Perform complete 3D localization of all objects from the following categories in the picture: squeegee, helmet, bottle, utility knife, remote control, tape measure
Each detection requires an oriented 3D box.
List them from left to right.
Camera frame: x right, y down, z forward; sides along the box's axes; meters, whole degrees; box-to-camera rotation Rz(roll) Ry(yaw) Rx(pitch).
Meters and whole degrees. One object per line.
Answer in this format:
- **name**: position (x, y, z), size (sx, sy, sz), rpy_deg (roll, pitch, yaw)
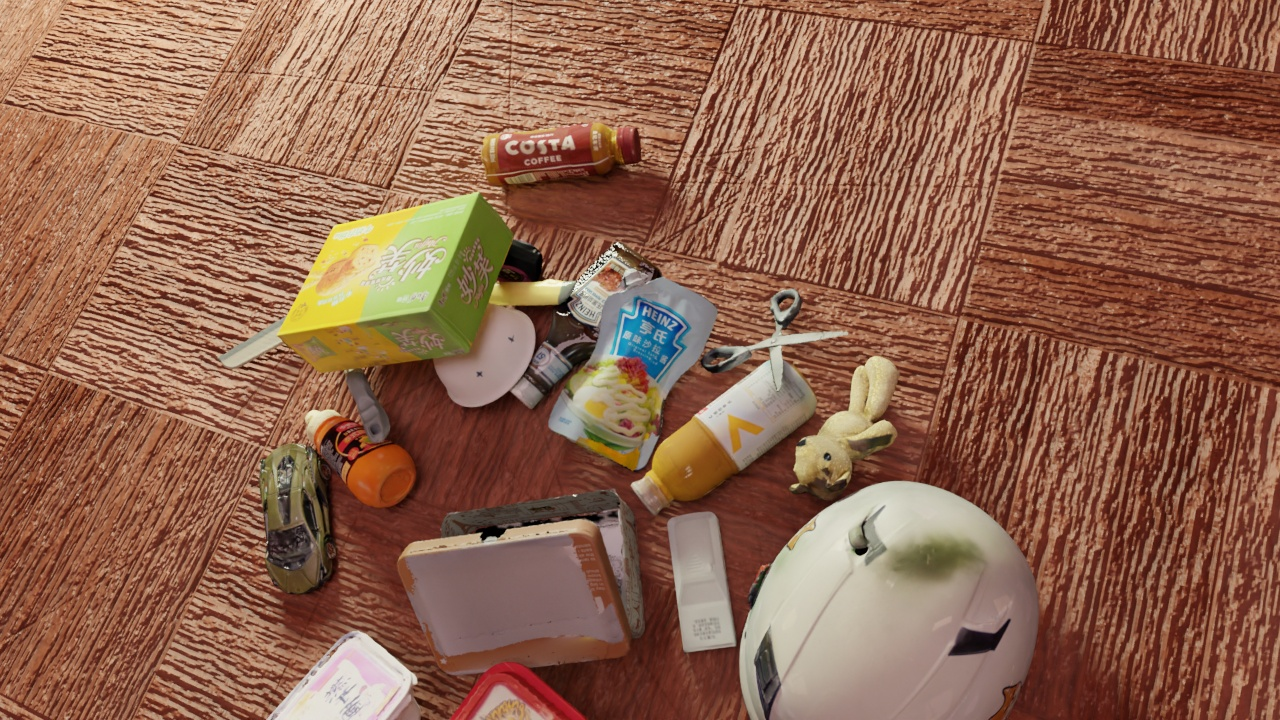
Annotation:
- **squeegee**: position (-0.309, 0.012, 0.984), size (0.246, 0.039, 0.246), rpy_deg (-34, 50, -7)
- **bottle**: position (-0.299, 0.093, 0.953), size (0.149, 0.067, 0.066), rpy_deg (31, 78, 29)
- **utility knife**: position (-0.166, -0.075, 0.991), size (0.216, 0.022, 0.031), rpy_deg (5, 69, 22)
- **tape measure**: position (-0.134, -0.107, 0.991), size (0.057, 0.058, 0.039), rpy_deg (19, 67, -14)
- **bottle**: position (-0.088, -0.233, 1.031), size (0.175, 0.057, 0.057), rpy_deg (-3, 68, 12)
- **bottle**: position (-0.061, -0.033, 0.953), size (0.080, 0.044, 0.194), rpy_deg (38, 82, 28)
- **remote control**: position (0.055, 0.202, 0.843), size (0.049, 0.024, 0.124), rpy_deg (-12, 67, 9)
- **bottle**: position (0.077, 0.075, 0.864), size (0.189, 0.068, 0.068), rpy_deg (-37, 65, -3)
- **helmet**: position (0.195, 0.216, 0.731), size (0.230, 0.157, 0.274), rpy_deg (38, 81, 24)

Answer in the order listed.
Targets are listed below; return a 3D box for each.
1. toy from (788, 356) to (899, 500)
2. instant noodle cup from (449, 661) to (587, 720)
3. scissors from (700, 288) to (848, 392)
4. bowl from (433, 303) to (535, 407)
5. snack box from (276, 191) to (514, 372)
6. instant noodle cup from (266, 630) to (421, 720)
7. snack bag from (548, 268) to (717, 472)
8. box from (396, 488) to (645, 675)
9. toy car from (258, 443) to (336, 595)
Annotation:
- **toy**: position (0.188, 0.059, 0.828), size (0.066, 0.105, 0.156), rpy_deg (46, 56, -13)
- **instant noodle cup**: position (-0.094, 0.329, 0.772), size (0.117, 0.124, 0.116), rpy_deg (33, 80, 23)
- **scissors**: position (0.122, -0.016, 0.868), size (0.160, 0.014, 0.179), rpy_deg (-28, 22, 25)
- **bowl**: position (-0.174, -0.019, 0.942), size (0.118, 0.065, 0.118), rpy_deg (-17, 52, 24)
- **snack box**: position (-0.249, -0.078, 0.937), size (0.210, 0.070, 0.157), rpy_deg (-7, 52, 29)
- **instant noodle cup**: position (-0.272, 0.341, 0.814), size (0.138, 0.060, 0.173), rpy_deg (12, 52, 48)
- **snack bag**: position (-0.005, 0.005, 0.910), size (0.110, 0.039, 0.191), rpy_deg (26, 81, -1)
- **box**: position (-0.102, 0.192, 0.801), size (0.182, 0.174, 0.151), rpy_deg (-10, 66, 9)
- **toy car**: position (-0.355, 0.162, 0.947), size (0.070, 0.042, 0.158), rpy_deg (-18, 68, 6)
